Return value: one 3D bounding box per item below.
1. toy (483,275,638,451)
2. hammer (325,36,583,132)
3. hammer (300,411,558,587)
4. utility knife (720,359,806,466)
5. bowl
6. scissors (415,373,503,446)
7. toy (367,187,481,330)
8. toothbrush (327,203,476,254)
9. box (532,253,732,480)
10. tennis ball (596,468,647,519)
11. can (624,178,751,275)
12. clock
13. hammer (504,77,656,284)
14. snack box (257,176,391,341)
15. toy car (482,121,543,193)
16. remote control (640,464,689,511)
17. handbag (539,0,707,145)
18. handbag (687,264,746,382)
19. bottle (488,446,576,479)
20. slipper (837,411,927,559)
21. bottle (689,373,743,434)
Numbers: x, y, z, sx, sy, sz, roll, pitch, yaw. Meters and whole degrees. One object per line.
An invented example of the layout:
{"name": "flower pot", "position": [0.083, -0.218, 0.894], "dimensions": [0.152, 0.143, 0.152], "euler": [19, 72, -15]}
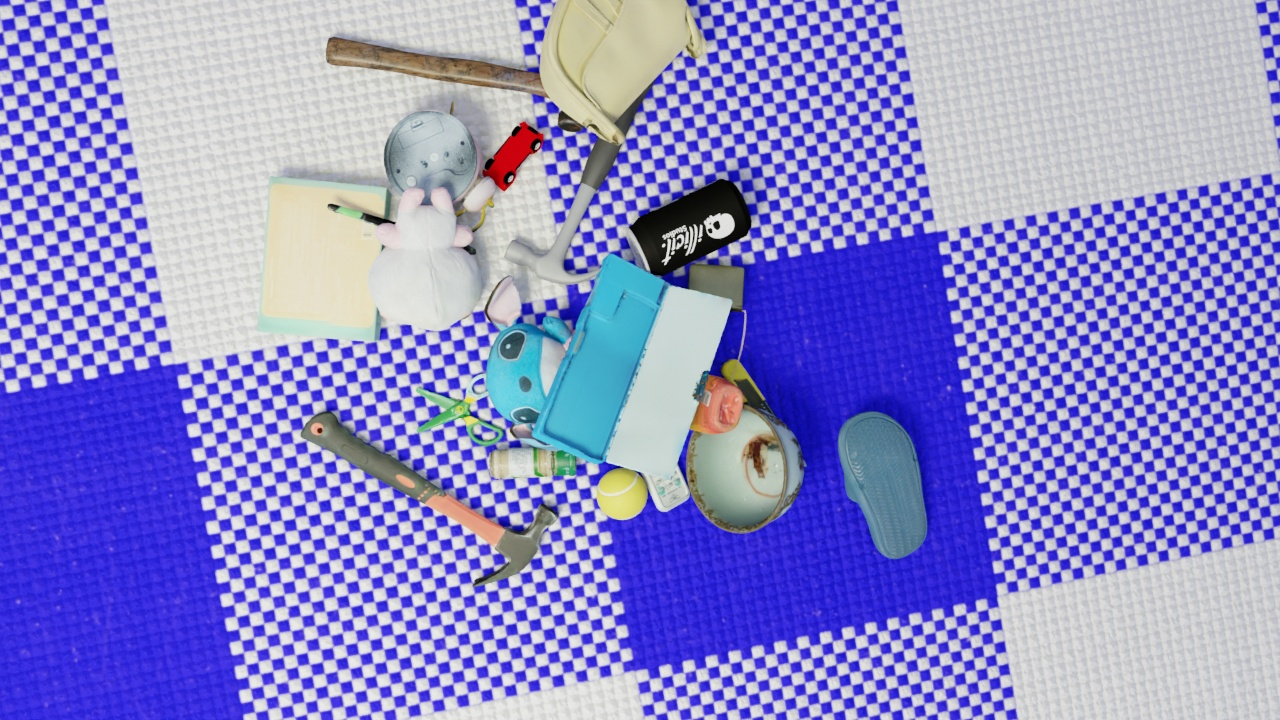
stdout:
{"name": "toy", "position": [-0.102, -0.004, 1.144], "dimensions": [0.191, 0.099, 0.224], "euler": [-16, 93, -11]}
{"name": "hammer", "position": [-0.227, -0.373, 1.159], "dimensions": [0.330, 0.033, 0.120], "euler": [8, 81, -3]}
{"name": "hammer", "position": [-0.279, 0.164, 1.165], "dimensions": [0.333, 0.033, 0.133], "euler": [33, 89, -3]}
{"name": "utility knife", "position": [0.163, 0.073, 1.205], "dimensions": [0.029, 0.020, 0.174], "euler": [-36, 95, -2]}
{"name": "bowl", "position": [0.146, 0.132, 1.155], "dimensions": [0.093, 0.160, 0.160], "euler": [1, 91, -45]}
{"name": "scissors", "position": [-0.227, 0.056, 1.175], "dimensions": [0.127, 0.011, 0.123], "euler": [27, 87, -6]}
{"name": "toy", "position": [-0.259, -0.121, 1.110], "dimensions": [0.138, 0.101, 0.180], "euler": [-5, 112, -23]}
{"name": "toothbrush", "position": [-0.292, -0.162, 1.135], "dimensions": [0.188, 0.017, 0.014], "euler": [16, 86, -24]}
{"name": "box", "position": [-0.007, 0.010, 1.101], "dimensions": [0.175, 0.060, 0.243], "euler": [20, 72, 2]}
{"name": "tennis ball", "position": [-0.023, 0.170, 1.167], "dimensions": [0.065, 0.065, 0.065], "euler": [0, 91, -5]}
{"name": "can", "position": [0.061, -0.167, 1.161], "dimensions": [0.146, 0.080, 0.080], "euler": [-26, 93, -4]}
{"name": "clock", "position": [-0.244, -0.229, 1.137], "dimensions": [0.117, 0.058, 0.158], "euler": [-23, 93, 9]}
{"name": "hammer", "position": [-0.054, -0.241, 1.177], "dimensions": [0.125, 0.029, 0.311], "euler": [25, 88, -4]}
{"name": "snack box", "position": [-0.392, -0.125, 1.142], "dimensions": [0.141, 0.044, 0.193], "euler": [5, 90, -6]}
{"name": "toy car", "position": [-0.162, -0.259, 1.168], "dimensions": [0.038, 0.025, 0.089], "euler": [36, 83, 14]}
{"name": "remote control", "position": [0.018, 0.128, 1.188], "dimensions": [0.050, 0.022, 0.133], "euler": [-26, 93, -25]}
{"name": "handbag", "position": [-0.030, -0.398, 1.123], "dimensions": [0.191, 0.089, 0.232], "euler": [40, 74, -5]}
{"name": "handbag", "position": [0.093, -0.034, 1.188], "dimensions": [0.084, 0.027, 0.178], "euler": [4, 88, 2]}
{"name": "bottle", "position": [-0.137, 0.129, 1.169], "dimensions": [0.110, 0.042, 0.042], "euler": [-3, 91, -4]}
{"name": "slipper", "position": [0.317, 0.160, 1.200], "dimensions": [0.103, 0.059, 0.214], "euler": [-27, 107, -12]}
{"name": "bottle", "position": [0.064, 0.050, 1.141], "dimensions": [0.048, 0.134, 0.071], "euler": [13, 88, -40]}
